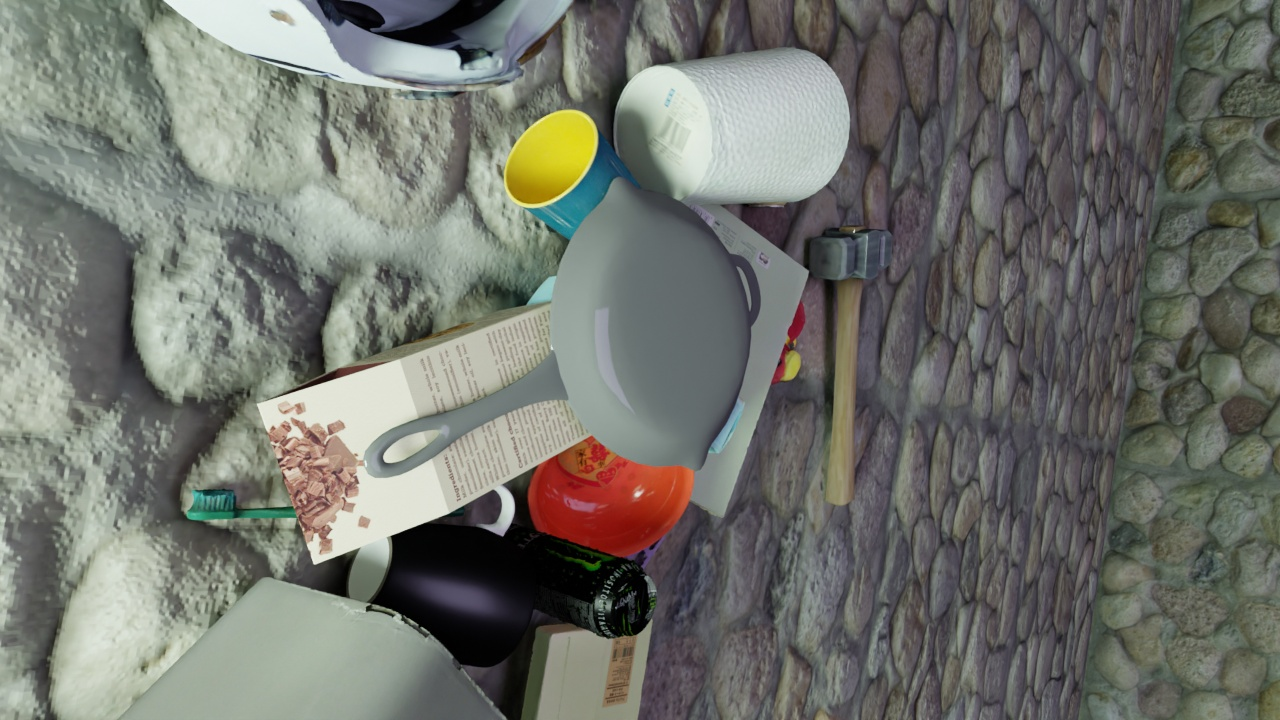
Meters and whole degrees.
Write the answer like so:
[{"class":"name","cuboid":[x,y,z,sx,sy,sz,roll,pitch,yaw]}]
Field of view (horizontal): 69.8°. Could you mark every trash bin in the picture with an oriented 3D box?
[{"class":"trash bin","cuboid":[-0.189,0.250,0.463,0.219,0.198,0.197,-58,135,-37]},{"class":"trash bin","cuboid":[0.071,-0.188,0.752,0.161,0.133,0.133,-18,109,-43]}]

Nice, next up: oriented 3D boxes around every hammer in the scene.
[{"class":"hammer","cuboid":[0.235,0.009,1.046,0.117,0.051,0.323,-17,111,-48]}]

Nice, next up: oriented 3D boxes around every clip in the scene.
[{"class":"clip","cuboid":[0.000,0.166,0.810,0.046,0.014,0.050,39,69,-43]}]

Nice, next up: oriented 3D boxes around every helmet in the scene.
[{"class":"helmet","cuboid":[-0.146,-0.249,0.445,0.263,0.164,0.237,-25,119,-53]}]

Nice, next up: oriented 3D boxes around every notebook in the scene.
[{"class":"notebook","cuboid":[0.046,-0.015,0.791,0.182,0.010,0.252,31,70,-28]}]

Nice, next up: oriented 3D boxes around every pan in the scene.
[{"class":"pan","cuboid":[-0.022,-0.003,0.604,0.353,0.024,0.216,-26,105,-40]}]

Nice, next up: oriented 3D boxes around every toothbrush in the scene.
[{"class":"toothbrush","cuboid":[-0.185,0.089,0.568,0.189,0.016,0.017,11,83,-51]}]

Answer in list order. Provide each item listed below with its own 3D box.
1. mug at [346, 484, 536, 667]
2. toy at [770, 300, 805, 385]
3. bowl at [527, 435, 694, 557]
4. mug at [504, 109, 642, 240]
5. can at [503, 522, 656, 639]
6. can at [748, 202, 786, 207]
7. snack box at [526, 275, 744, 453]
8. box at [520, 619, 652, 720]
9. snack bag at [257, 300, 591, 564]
[{"class":"mug","cuboid":[-0.126,0.130,0.594,0.100,0.085,0.118,29,72,-37]},{"class":"toy","cuboid":[0.128,-0.037,0.901,0.105,0.067,0.137,37,55,-44]},{"class":"bowl","cuboid":[-0.026,0.090,0.710,0.130,0.045,0.131,-8,118,-15]},{"class":"mug","cuboid":[-0.034,-0.117,0.677,0.121,0.078,0.078,38,67,-52]},{"class":"can","cuboid":[-0.054,0.152,0.640,0.053,0.138,0.054,-10,103,-48]},{"class":"can","cuboid":[0.122,-0.187,0.879,0.038,0.038,0.079,-9,103,-50]},{"class":"snack box","cuboid":[-0.004,0.004,0.697,0.174,0.075,0.053,44,65,-29]},{"class":"box","cuboid":[-0.046,0.298,0.725,0.137,0.024,0.187,15,84,-53]},{"class":"snack bag","cuboid":[-0.128,0.037,0.572,0.205,0.070,0.094,-26,105,-46]}]
